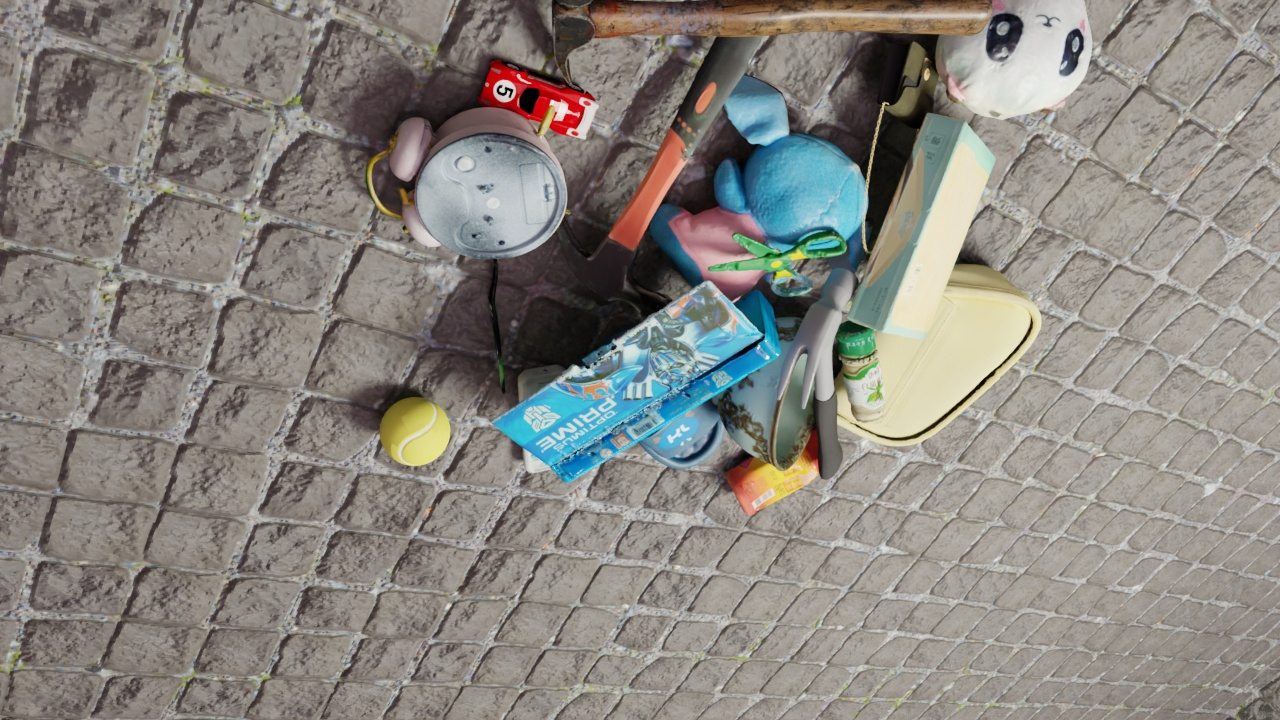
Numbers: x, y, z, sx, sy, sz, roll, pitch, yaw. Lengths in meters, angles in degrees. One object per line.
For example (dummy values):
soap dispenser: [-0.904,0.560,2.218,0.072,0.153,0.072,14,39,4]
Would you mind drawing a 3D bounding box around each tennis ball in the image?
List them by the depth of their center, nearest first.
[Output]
tennis ball: [-0.214,0.067,0.873,0.065,0.065,0.065,-11,130,-14]

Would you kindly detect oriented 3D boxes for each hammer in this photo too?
hammer: [0.097,-0.254,0.690,0.330,0.033,0.120,-3,165,-6]
hammer: [0.043,-0.199,0.762,0.133,0.033,0.334,32,107,0]
hammer: [0.186,0.046,0.929,0.124,0.029,0.311,-58,153,-23]

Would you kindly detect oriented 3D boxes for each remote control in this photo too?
remote control: [-0.099,0.060,0.943,0.050,0.022,0.134,-10,129,-15]

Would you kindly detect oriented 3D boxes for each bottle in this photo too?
bottle: [0.233,0.012,0.968,0.042,0.042,0.110,-19,115,-7]
bottle: [0.171,0.128,1.091,0.134,0.048,0.071,-28,132,1]

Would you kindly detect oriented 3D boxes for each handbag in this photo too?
handbag: [0.226,-0.184,0.814,0.084,0.027,0.178,6,98,-52]
handbag: [0.308,-0.009,1.024,0.191,0.088,0.233,20,118,-16]

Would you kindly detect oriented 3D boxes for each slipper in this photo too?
slipper: [0.028,0.043,0.959,0.104,0.059,0.214,-33,130,3]

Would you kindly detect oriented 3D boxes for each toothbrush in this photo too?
toothbrush: [-0.137,-0.042,0.853,0.017,0.014,0.188,-2,128,-5]

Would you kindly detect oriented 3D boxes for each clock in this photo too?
clock: [-0.138,-0.141,0.730,0.158,0.058,0.117,-8,136,-4]

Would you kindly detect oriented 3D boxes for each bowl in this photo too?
bowl: [0.126,0.024,0.944,0.159,0.094,0.160,-42,141,-49]

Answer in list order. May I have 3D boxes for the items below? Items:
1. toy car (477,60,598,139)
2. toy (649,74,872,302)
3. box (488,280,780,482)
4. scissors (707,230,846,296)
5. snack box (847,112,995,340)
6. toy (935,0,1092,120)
toy car: [-0.082,-0.208,0.734,0.089,0.025,0.038,10,122,-29]
toy: [0.104,-0.136,0.831,0.192,0.098,0.224,-30,125,18]
box: [-0.005,0.005,0.831,0.244,0.113,0.114,-33,114,20]
scissors: [0.116,-0.083,0.812,0.131,0.012,0.113,-8,147,-8]
snack box: [0.268,-0.117,0.860,0.141,0.044,0.194,3,108,-59]
toy: [0.327,-0.299,0.791,0.138,0.101,0.180,6,106,-11]
